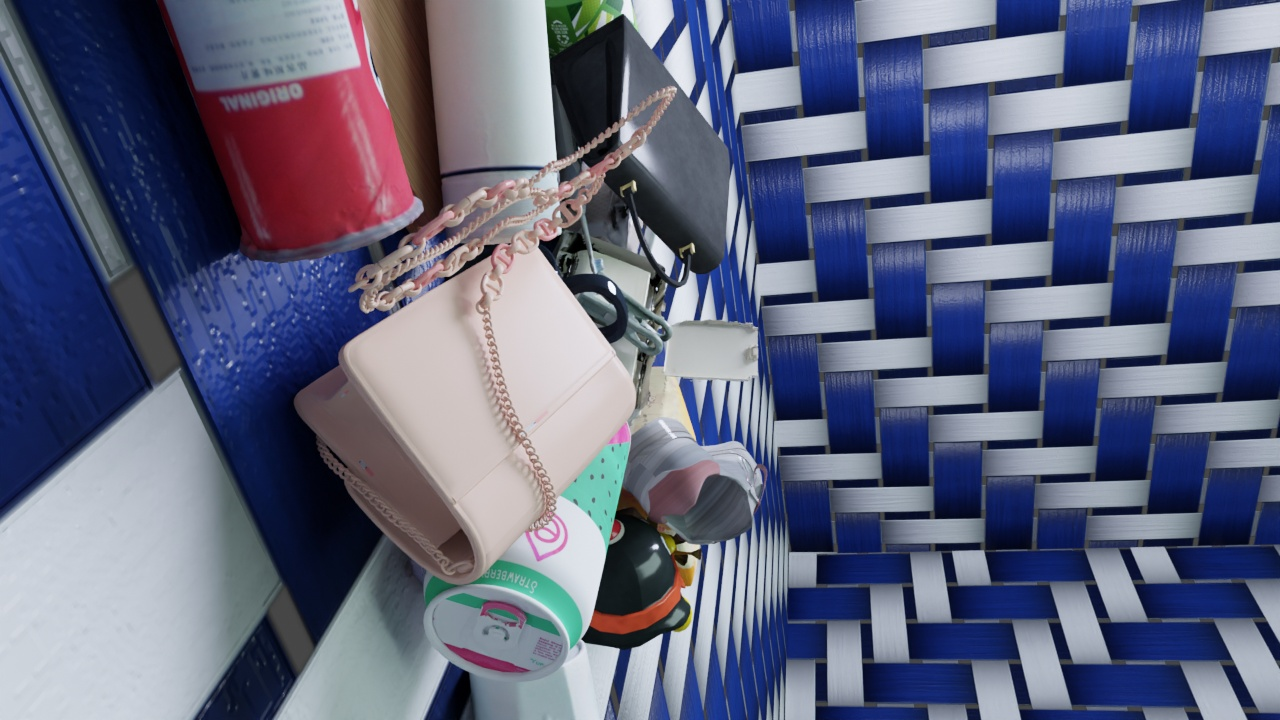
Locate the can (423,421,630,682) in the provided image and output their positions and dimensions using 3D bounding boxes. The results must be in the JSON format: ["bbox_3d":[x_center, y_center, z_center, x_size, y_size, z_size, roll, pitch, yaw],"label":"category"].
[{"bbox_3d":[-0.059,0.087,0.515,0.165,0.088,0.088,-77,159,-52],"label":"can"}]

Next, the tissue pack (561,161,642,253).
[{"bbox_3d":[-0.029,-0.114,0.848,0.180,0.071,0.104,-76,159,-45],"label":"tissue pack"}]

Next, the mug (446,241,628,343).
[{"bbox_3d":[-0.060,-0.026,0.575,0.077,0.105,0.071,72,14,-49],"label":"mug"}]

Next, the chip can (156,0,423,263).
[{"bbox_3d":[-0.143,-0.155,0.319,0.073,0.073,0.233,-71,153,-61],"label":"chip can"}]

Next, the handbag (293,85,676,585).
[{"bbox_3d":[-0.042,-0.001,0.402,0.116,0.188,0.198,50,37,-3],"label":"handbag"}]

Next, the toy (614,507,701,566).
[{"bbox_3d":[0.008,0.171,0.841,0.062,0.100,0.076,-51,138,-63],"label":"toy"}]

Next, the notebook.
[{"bbox_3d":[-0.136,-0.196,0.476,0.211,0.022,0.168,67,23,-56],"label":"notebook"}]

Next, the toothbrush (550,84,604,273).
[{"bbox_3d":[-0.054,-0.147,0.740,0.022,0.024,0.185,103,-23,-62],"label":"toothbrush"}]

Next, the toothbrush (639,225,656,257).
[{"bbox_3d":[-0.001,-0.089,0.914,0.187,0.012,0.017,107,-19,-54],"label":"toothbrush"}]

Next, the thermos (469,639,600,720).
[{"bbox_3d":[-0.052,0.286,0.555,0.099,0.099,0.220,-20,102,-77],"label":"thermos"}]

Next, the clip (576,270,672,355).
[{"bbox_3d":[-0.011,-0.034,0.691,0.047,0.076,0.023,-54,180,-36],"label":"clip"}]

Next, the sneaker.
[{"bbox_3d":[0.062,0.120,0.782,0.089,0.099,0.236,52,13,29],"label":"sneaker"}]

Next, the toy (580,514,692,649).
[{"bbox_3d":[-0.015,0.171,0.734,0.097,0.099,0.119,40,-39,39],"label":"toy"}]

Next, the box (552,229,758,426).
[{"bbox_3d":[-0.004,0.005,0.750,0.101,0.194,0.143,129,-23,-54],"label":"box"}]

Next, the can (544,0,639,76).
[{"bbox_3d":[-0.042,-0.273,0.785,0.144,0.083,0.082,68,22,-55],"label":"can"}]

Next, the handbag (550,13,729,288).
[{"bbox_3d":[0.012,-0.140,0.739,0.175,0.072,0.195,39,36,-47],"label":"handbag"}]

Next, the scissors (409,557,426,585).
[{"bbox_3d":[-0.099,0.101,0.574,0.172,0.014,0.158,61,28,-62],"label":"scissors"}]

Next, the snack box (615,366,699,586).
[{"bbox_3d":[0.020,0.124,0.948,0.195,0.081,0.144,73,19,-45],"label":"snack box"}]

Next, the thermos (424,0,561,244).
[{"bbox_3d":[-0.084,-0.180,0.503,0.067,0.068,0.230,-32,119,-76],"label":"thermos"}]

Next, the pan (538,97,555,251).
[{"bbox_3d":[-0.084,-0.226,0.652,0.199,0.021,0.356,53,38,-83],"label":"pan"}]
